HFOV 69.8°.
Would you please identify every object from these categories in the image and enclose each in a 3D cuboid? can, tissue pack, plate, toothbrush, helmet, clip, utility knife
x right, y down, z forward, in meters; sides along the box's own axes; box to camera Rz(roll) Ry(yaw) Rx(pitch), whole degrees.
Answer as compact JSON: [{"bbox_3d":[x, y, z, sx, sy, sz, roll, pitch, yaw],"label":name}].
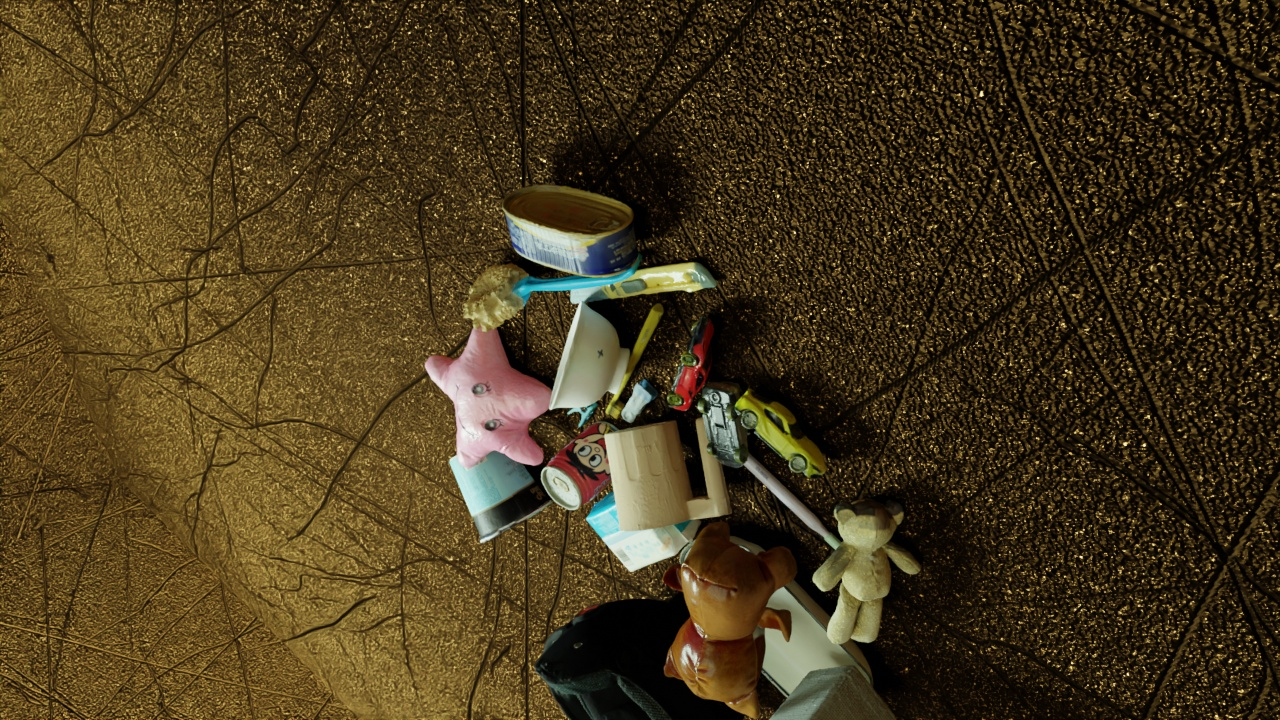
[{"bbox_3d":[-0.068,-0.125,0.879,0.148,0.074,0.049,20,136,34],"label":"can"},{"bbox_3d":[-0.062,0.122,1.062,0.066,0.093,0.067,27,137,28],"label":"can"},{"bbox_3d":[0.002,0.187,1.075,0.090,0.063,0.140,50,143,-2],"label":"tissue pack"},{"bbox_3d":[0.156,0.294,1.030,0.265,0.034,0.162,44,143,8],"label":"plate"},{"bbox_3d":[0.161,0.151,0.919,0.189,0.029,0.021,43,180,12],"label":"toothbrush"},{"bbox_3d":[-0.002,0.409,1.132,0.275,0.229,0.233,-1,111,57],"label":"helmet"},{"bbox_3d":[-0.003,0.045,1.000,0.025,0.033,0.057,43,139,7],"label":"clip"},{"bbox_3d":[-0.005,-0.075,0.910,0.207,0.021,0.031,-1,113,51],"label":"utility knife"},{"bbox_3d":[-0.067,0.059,1.082,0.040,0.014,0.056,49,144,2],"label":"clip"},{"bbox_3d":[-0.006,0.006,0.972,0.016,0.015,0.191,37,141,11],"label":"toothbrush"}]

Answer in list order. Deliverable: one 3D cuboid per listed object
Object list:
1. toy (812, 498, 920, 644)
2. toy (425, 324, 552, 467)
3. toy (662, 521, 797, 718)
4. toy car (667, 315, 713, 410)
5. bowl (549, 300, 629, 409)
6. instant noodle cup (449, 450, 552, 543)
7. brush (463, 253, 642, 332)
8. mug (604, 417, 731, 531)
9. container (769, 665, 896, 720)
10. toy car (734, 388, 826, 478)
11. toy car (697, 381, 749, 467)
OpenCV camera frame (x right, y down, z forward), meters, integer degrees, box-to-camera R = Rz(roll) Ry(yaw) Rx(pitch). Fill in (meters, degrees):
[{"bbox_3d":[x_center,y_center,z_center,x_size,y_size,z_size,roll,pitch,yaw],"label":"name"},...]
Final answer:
[{"bbox_3d":[0.207,0.200,0.863,0.066,0.105,0.157,-111,22,-67],"label":"toy"},{"bbox_3d":[-0.180,0.043,1.134,0.179,0.074,0.195,-8,104,27],"label":"toy"},{"bbox_3d":[0.089,0.271,0.959,0.140,0.130,0.200,19,110,38],"label":"toy"},{"bbox_3d":[0.052,0.004,0.883,0.031,0.049,0.106,17,138,3],"label":"toy car"},{"bbox_3d":[-0.049,0.003,0.959,0.064,0.118,0.119,16,141,-8],"label":"bowl"},{"bbox_3d":[-0.195,0.166,1.237,0.111,0.111,0.120,-33,86,53],"label":"instant noodle cup"},{"bbox_3d":[-0.097,-0.079,0.963,0.255,0.083,0.046,-7,139,40],"label":"brush"},{"bbox_3d":[0.027,0.118,0.964,0.125,0.084,0.103,-12,88,25],"label":"mug"},{"bbox_3d":[0.192,0.382,0.942,0.090,0.114,0.090,52,143,-1],"label":"container"},{"bbox_3d":[0.134,0.067,0.858,0.105,0.048,0.032,44,110,11],"label":"toy car"},{"bbox_3d":[0.086,0.064,0.907,0.042,0.035,0.090,12,123,41],"label":"toy car"}]
